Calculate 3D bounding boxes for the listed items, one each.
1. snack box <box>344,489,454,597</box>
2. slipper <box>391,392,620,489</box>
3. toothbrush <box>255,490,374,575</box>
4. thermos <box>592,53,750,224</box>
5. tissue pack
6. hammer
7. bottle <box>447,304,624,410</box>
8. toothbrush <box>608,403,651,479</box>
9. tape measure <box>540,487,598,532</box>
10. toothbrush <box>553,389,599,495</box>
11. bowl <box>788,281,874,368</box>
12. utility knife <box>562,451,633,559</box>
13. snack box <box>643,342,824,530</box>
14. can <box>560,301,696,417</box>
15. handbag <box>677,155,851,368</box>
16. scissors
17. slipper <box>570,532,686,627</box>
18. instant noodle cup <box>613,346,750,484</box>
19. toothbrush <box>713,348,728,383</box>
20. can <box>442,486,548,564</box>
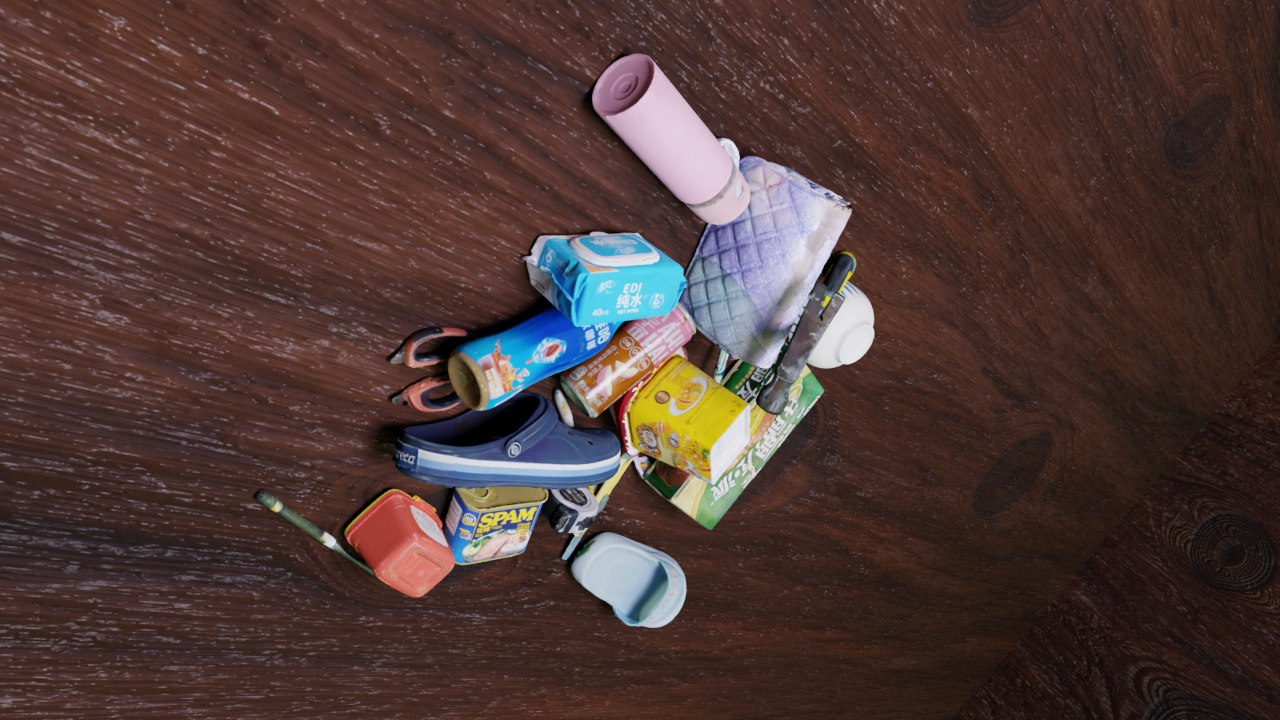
[{"bbox_3d":[-0.238,0.187,0.930,0.082,0.080,0.091,-43,139,-4],"label":"snack box"},{"bbox_3d":[-0.129,0.076,0.923,0.252,0.105,0.095,4,102,-43],"label":"slipper"},{"bbox_3d":[-0.313,0.172,0.908,0.017,0.012,0.186,-45,140,-10],"label":"toothbrush"},{"bbox_3d":[0.039,-0.206,0.859,0.198,0.067,0.087,34,68,-49],"label":"thermos"},{"bbox_3d":[-0.033,-0.082,0.874,0.139,0.090,0.063,-8,125,-36],"label":"tissue pack"},{"bbox_3d":[0.197,-0.060,0.994,0.126,0.032,0.322,-66,171,30],"label":"hammer"},{"bbox_3d":[-0.082,-0.022,0.893,0.218,0.065,0.065,-29,138,-35],"label":"bottle"},{"bbox_3d":[-0.018,0.077,1.069,0.021,0.029,0.189,-2,140,18],"label":"toothbrush"},{"bbox_3d":[-0.083,0.167,1.053,0.066,0.065,0.034,11,119,-42],"label":"tape measure"},{"bbox_3d":[-0.071,0.096,1.045,0.018,0.016,0.192,-39,140,-24],"label":"toothbrush"},{"bbox_3d":[0.253,-0.037,1.166,0.116,0.066,0.117,-22,134,-25],"label":"bowl"},{"bbox_3d":[-0.054,0.175,1.114,0.030,0.021,0.199,-9,141,-52],"label":"utility knife"},{"bbox_3d":[0.119,0.089,1.147,0.240,0.063,0.114,-50,141,-4],"label":"snack box"},{"bbox_3d":[-0.013,-0.005,0.966,0.147,0.058,0.058,-39,139,-13],"label":"can"},{"bbox_3d":[0.127,-0.105,0.955,0.075,0.134,0.194,3,121,-41],"label":"handbag"},{"bbox_3d":[-0.146,0.013,0.917,0.197,0.015,0.205,-43,139,-5],"label":"scissors"},{"bbox_3d":[-0.003,0.301,1.224,0.104,0.074,0.245,-46,138,-1],"label":"slipper"},{"bbox_3d":[0.050,0.064,1.013,0.115,0.124,0.116,-46,150,-27],"label":"instant noodle cup"},{"bbox_3d":[0.092,0.006,1.071,0.018,0.016,0.192,-7,113,-60],"label":"toothbrush"},{"bbox_3d":[-0.161,0.170,0.999,0.102,0.057,0.083,-2,126,-38],"label":"can"}]
